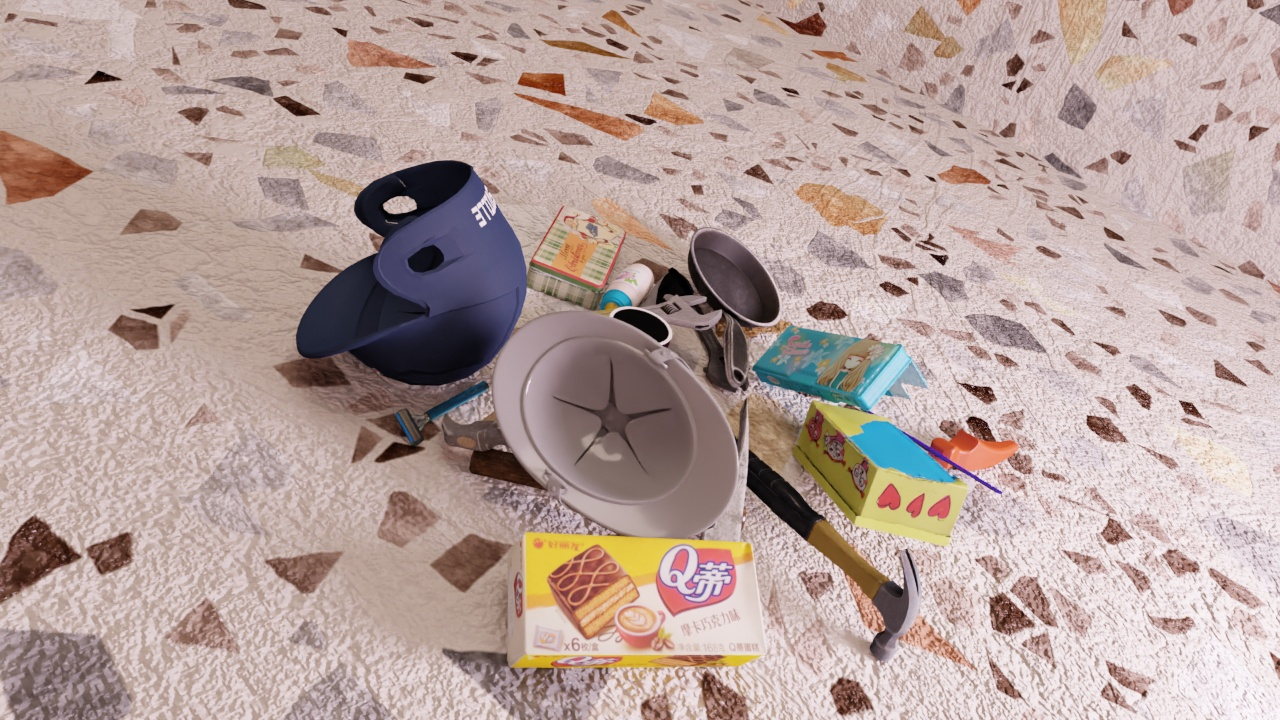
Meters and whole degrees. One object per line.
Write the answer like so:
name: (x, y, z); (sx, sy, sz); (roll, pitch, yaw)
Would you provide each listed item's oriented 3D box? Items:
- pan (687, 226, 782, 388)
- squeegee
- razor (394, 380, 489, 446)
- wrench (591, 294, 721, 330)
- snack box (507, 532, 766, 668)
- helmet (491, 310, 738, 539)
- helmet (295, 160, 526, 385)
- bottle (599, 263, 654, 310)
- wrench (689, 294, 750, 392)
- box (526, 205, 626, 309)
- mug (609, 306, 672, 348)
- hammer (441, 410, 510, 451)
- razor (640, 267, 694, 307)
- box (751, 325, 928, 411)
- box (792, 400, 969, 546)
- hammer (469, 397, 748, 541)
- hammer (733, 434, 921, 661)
pan: (0.135, -0.072, 1.342); (0.187, 0.055, 0.355); (34, 38, -19)
squeegee: (0.447, 0.125, 1.255); (0.184, 0.055, 0.249); (-2, 22, -29)
razor: (-0.222, 0.053, 1.043); (0.143, 0.022, 0.042); (-33, 98, -55)
wrench: (-0.025, -0.053, 1.235); (0.273, 0.018, 0.083); (-10, 40, -15)
snack box: (-0.004, 0.222, 0.848); (0.230, 0.062, 0.110); (6, 60, -19)
helmet: (-0.023, 0.067, 0.948); (0.271, 0.183, 0.117); (39, -2, 6)
helmet: (-0.258, -0.073, 1.037); (0.272, 0.223, 0.232); (-25, 32, -9)
bottle: (-0.025, -0.092, 1.318); (0.051, 0.051, 0.145); (25, 35, 8)
wrench: (0.095, -0.041, 1.340); (0.073, 0.018, 0.273); (5, 35, -23)
box: (-0.093, -0.158, 1.380); (0.117, 0.050, 0.205); (19, 35, 0)
mug: (-0.007, 0.007, 1.146); (0.081, 0.098, 0.118); (-1, 39, -29)
hammer: (-0.120, 0.027, 1.092); (0.119, 0.031, 0.330); (-1, 21, 23)
razor: (0.027, -0.075, 1.322); (0.060, 0.057, 0.155); (-7, 30, 44)
box: (0.270, 0.033, 1.221); (0.121, 0.097, 0.227); (49, -15, -26)
box: (0.275, 0.128, 1.080); (0.124, 0.081, 0.221); (13, 16, -14)
hammer: (-0.028, 0.108, 1.005); (0.300, 0.037, 0.217); (13, 54, -1)
hammer: (0.176, 0.171, 1.016); (0.025, 0.118, 0.333); (-7, 37, -39)
